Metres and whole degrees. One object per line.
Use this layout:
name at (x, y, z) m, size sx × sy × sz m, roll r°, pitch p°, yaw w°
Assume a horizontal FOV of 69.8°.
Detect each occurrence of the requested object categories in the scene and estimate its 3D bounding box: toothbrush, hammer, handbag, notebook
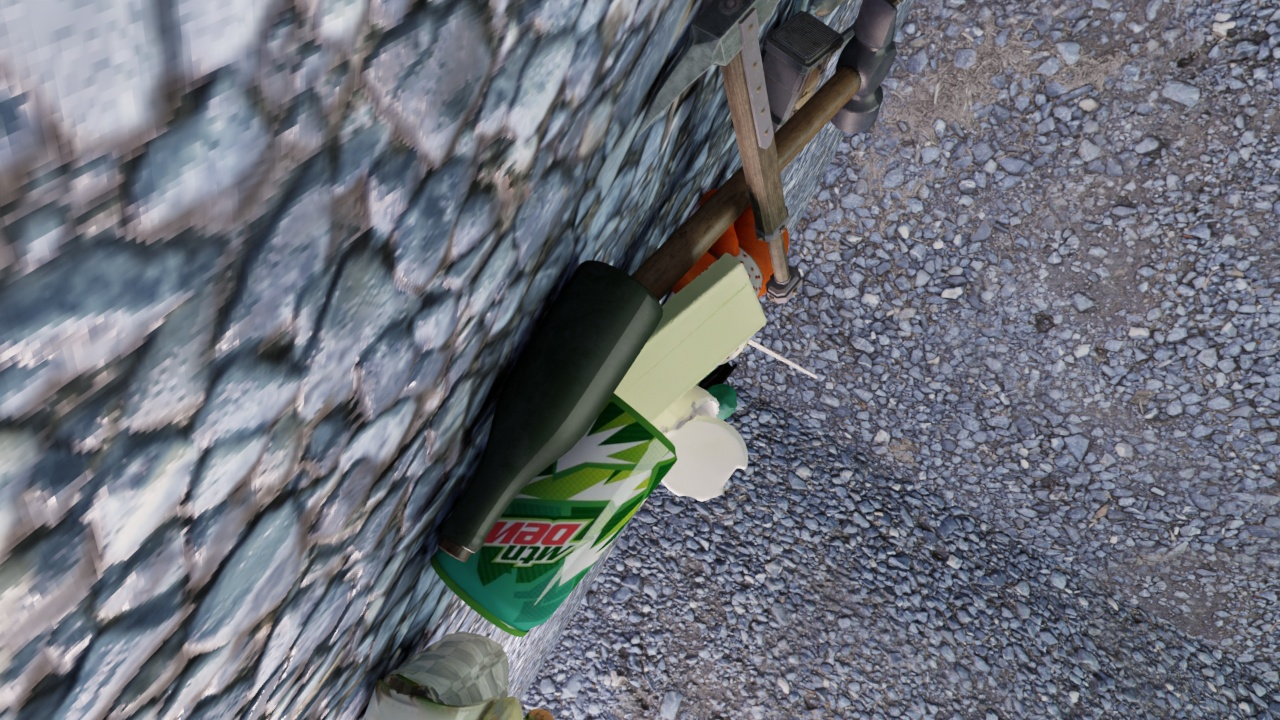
toothbrush at (0.164, -0.317, 0.811) m, size 0.024 × 0.022 × 0.185 m, roll -42°, pitch -175°, yaw 36°
hammer at (0.079, -0.131, 0.666) m, size 0.321 × 0.040 × 0.129 m, roll -46°, pitch 162°, yaw -15°
hammer at (0.200, -0.297, 0.792) m, size 0.321 × 0.044 × 0.099 m, roll -43°, pitch 165°, yaw -30°
hammer at (0.079, -0.116, 0.607) m, size 0.147 × 0.028 × 0.317 m, roll -49°, pitch 154°, yaw -9°
toothbrush at (0.126, -0.020, 1.083) m, size 0.010 × 0.181 × 0.010 m, roll -53°, pitch 165°, yaw -32°
handbag at (-0.125, 0.258, 0.635) m, size 0.171 × 0.123 × 0.112 m, roll 32°, pitch 73°, yaw -84°
notebook at (0.007, 0.082, 0.995) m, size 0.232 × 0.019 × 0.169 m, roll -41°, pitch 177°, yaw 12°

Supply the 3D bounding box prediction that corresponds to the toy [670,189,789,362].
toy at (0.076, -0.083, 0.842) m, size 0.172 × 0.093 × 0.164 m, roll -54°, pitch 151°, yaw -33°

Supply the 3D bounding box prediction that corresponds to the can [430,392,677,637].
can at (-0.052, 0.086, 0.553) m, size 0.144 × 0.083 × 0.083 m, roll -50°, pitch 172°, yaw -6°

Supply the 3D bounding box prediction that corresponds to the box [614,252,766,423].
box at (0.005, 0.014, 0.656) m, size 0.188 × 0.061 × 0.133 m, roll -40°, pitch 173°, yaw -11°

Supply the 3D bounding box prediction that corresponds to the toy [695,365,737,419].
toy at (0.018, 0.055, 0.835) m, size 0.072 × 0.130 × 0.194 m, roll -8°, pitch 158°, yaw -45°

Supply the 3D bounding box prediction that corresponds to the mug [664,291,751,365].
mug at (0.063, -0.035, 0.957) m, size 0.116 × 0.094 × 0.068 m, roll -39°, pitch 177°, yaw 14°

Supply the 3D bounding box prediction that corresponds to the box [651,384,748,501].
box at (0.021, 0.052, 0.738) m, size 0.091 × 0.160 × 0.081 m, roll 10°, pitch 109°, yaw -63°

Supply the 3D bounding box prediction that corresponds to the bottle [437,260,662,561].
bottle at (-0.054, 0.030, 0.497) m, size 0.174 × 0.055 × 0.055 m, roll -58°, pitch 173°, yaw -12°

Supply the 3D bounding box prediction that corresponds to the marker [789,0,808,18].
marker at (0.125, -0.279, 0.719) m, size 0.013 × 0.013 × 0.142 m, roll -58°, pitch 172°, yaw -23°
